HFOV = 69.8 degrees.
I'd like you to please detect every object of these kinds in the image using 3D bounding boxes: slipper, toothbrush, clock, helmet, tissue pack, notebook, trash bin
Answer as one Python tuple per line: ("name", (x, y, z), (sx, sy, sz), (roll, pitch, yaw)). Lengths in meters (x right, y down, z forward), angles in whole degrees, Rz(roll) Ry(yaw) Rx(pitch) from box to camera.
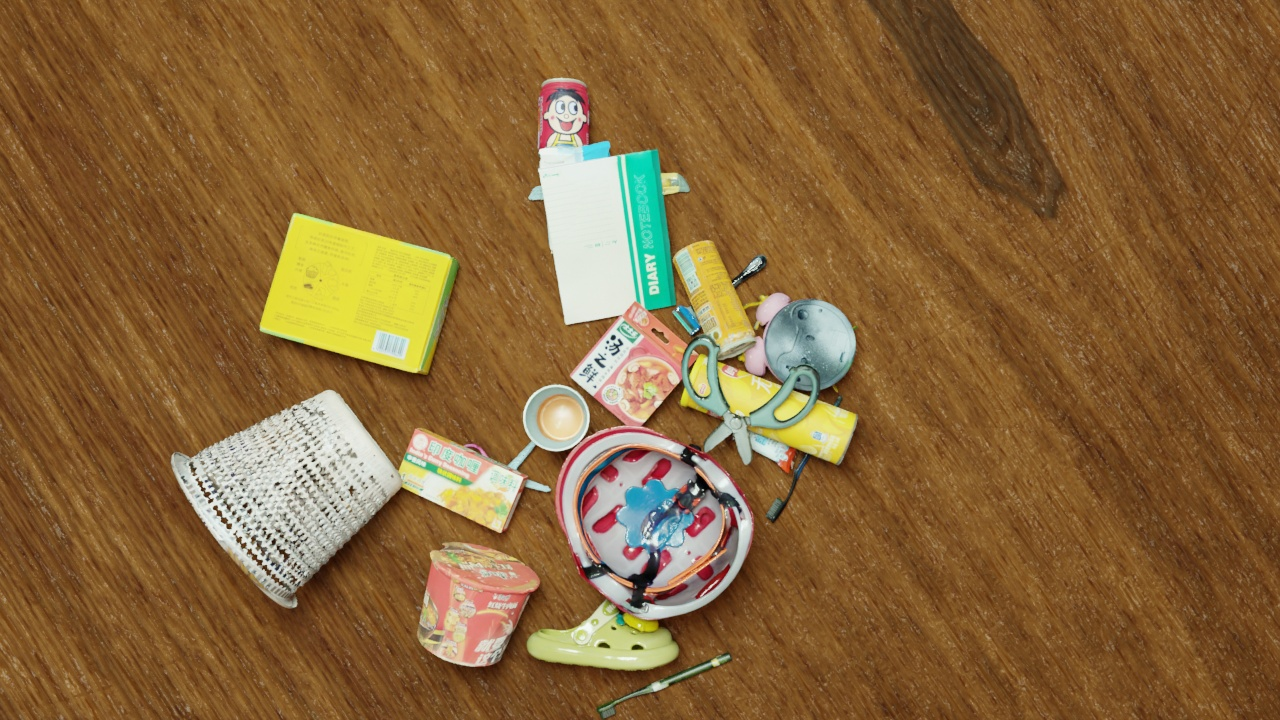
("slipper", (-0.046, 0.340, 1.144), (0.190, 0.091, 0.081), (2, 84, 2))
("toothbrush", (0.032, 0.417, 1.178), (0.186, 0.012, 0.017), (-22, 93, -3))
("clock", (0.195, -0.025, 1.185), (0.158, 0.060, 0.117), (19, 87, -2))
("helmet", (0.015, 0.195, 1.128), (0.240, 0.144, 0.207), (43, 87, 13))
("tissue pack", (-0.077, -0.204, 1.169), (0.090, 0.063, 0.140), (-6, 116, -2))
("notebook", (-0.038, -0.152, 1.158), (0.150, 0.012, 0.209), (-11, 118, -4))
("toothbrush", (0.215, 0.127, 1.199), (0.016, 0.014, 0.189), (28, 85, 24))
("trash bin", (-0.405, 0.147, 1.097), (0.191, 0.228, 0.227), (-37, 88, -16))

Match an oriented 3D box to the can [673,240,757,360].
("can", (0.094, -0.077, 1.162), (0.058, 0.058, 0.146), (-22, 76, -3))

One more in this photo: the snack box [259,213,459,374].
("snack box", (-0.354, -0.083, 1.170), (0.210, 0.070, 0.157), (15, 86, 0))

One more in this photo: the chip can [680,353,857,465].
("chip can", (0.161, 0.062, 1.158), (0.213, 0.072, 0.072), (22, 86, 8))

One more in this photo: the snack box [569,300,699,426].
("snack box", (-0.007, 0.007, 1.176), (0.113, 0.044, 0.127), (40, 96, 2))

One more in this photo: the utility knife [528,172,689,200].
("utility knife", (-0.042, -0.228, 1.217), (0.213, 0.022, 0.031), (-5, 81, 3))

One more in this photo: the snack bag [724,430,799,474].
("snack bag", (0.159, 0.106, 1.191), (0.104, 0.026, 0.048), (25, 62, 1))

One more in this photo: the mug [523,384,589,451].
("mug", (-0.100, 0.071, 1.140), (0.078, 0.123, 0.078), (0, 87, -1))

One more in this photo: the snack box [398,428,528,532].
("snack box", (-0.228, 0.151, 1.166), (0.156, 0.027, 0.077), (23, 93, 9))

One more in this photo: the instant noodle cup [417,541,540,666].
("instant noodle cup", (-0.204, 0.301, 1.124), (0.138, 0.138, 0.108), (18, 94, 0))

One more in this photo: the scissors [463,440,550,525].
("scissors", (-0.182, 0.147, 1.185), (0.135, 0.017, 0.133), (39, 90, 6))

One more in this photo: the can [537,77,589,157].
("can", (-0.100, -0.311, 1.191), (0.066, 0.066, 0.093), (1, 86, -1))

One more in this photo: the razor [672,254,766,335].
("razor", (0.109, -0.091, 1.205), (0.142, 0.022, 0.042), (-39, 77, -2))

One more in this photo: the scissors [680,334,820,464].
("scissors", (0.136, 0.037, 1.113), (0.179, 0.019, 0.170), (-18, 94, 13))
